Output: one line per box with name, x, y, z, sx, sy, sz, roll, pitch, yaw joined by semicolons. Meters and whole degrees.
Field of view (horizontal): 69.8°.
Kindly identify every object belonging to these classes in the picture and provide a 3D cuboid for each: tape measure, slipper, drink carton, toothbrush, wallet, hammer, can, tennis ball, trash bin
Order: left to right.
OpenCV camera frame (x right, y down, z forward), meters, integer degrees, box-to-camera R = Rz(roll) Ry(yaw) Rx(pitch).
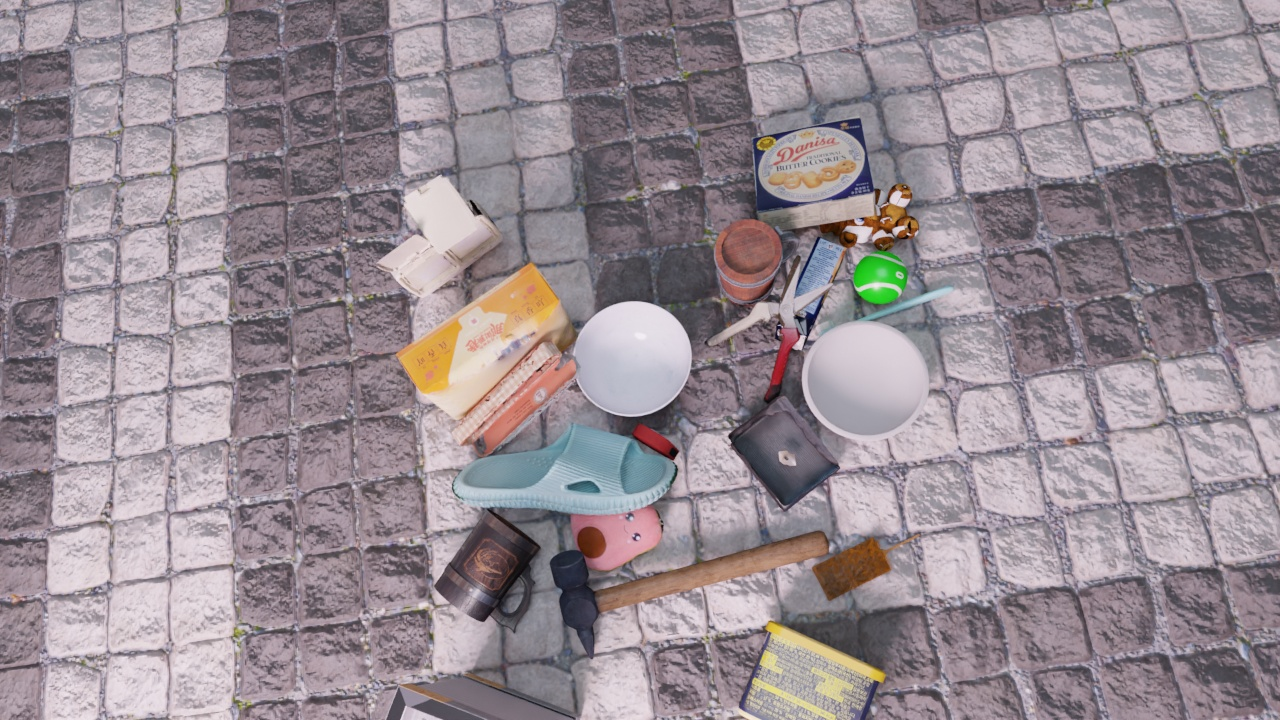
trash bin;-0.170;0.423;0.946;0.142;0.247;0.142;17;76;10
slipper;-0.094;0.130;1.097;0.276;0.070;0.115;-2;30;9
tape measure;0.019;0.098;1.122;0.059;0.051;0.019;29;79;14
hammer;0.065;0.252;1.069;0.321;0.040;0.129;-14;106;-4
wallet;0.173;0.113;1.114;0.089;0.026;0.115;-36;74;-4
can;0.186;0.365;1.016;0.135;0.075;0.104;22;80;12
drink carton;0.211;-0.082;1.146;0.040;0.064;0.130;24;79;12
tennis ball;0.299;-0.103;1.143;0.065;0.065;0.065;-2;74;5
toothbrush;0.308;-0.064;1.157;0.180;0.016;0.016;-18;64;1

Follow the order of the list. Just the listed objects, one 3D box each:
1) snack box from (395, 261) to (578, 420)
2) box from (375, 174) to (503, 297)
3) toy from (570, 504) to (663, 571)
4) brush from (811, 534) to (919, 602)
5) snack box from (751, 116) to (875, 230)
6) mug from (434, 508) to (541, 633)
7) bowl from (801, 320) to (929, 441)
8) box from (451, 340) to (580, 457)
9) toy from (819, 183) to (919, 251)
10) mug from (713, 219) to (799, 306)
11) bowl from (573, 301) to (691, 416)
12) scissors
snack box;-0.178;-0.014;1.126;0.195;0.145;0.080;-35;73;-4
box;-0.251;-0.139;1.151;0.143;0.180;0.080;-37;74;2
toy;-0.027;0.201;1.097;0.110;0.051;0.090;-17;76;2
brush;0.267;0.234;1.074;0.126;0.017;0.048;-26;73;-2
snack box;0.217;-0.237;1.170;0.144;0.043;0.144;-8;54;12
mug;-0.168;0.254;1.091;0.116;0.080;0.107;38;81;-12
bowl;0.271;0.029;1.119;0.149;0.043;0.149;-2;74;6
box;-0.154;0.052;1.117;0.067;0.056;0.187;45;112;-5
toy;0.288;-0.180;1.168;0.112;0.067;0.087;-2;70;-8
mug;0.148;-0.126;1.141;0.117;0.111;0.081;-34;73;-4
bowl;-0.007;0.007;1.139;0.144;0.074;0.143;-2;74;6
scissors;0.153;-0.035;1.113;0.180;0.015;0.199;8;113;36
